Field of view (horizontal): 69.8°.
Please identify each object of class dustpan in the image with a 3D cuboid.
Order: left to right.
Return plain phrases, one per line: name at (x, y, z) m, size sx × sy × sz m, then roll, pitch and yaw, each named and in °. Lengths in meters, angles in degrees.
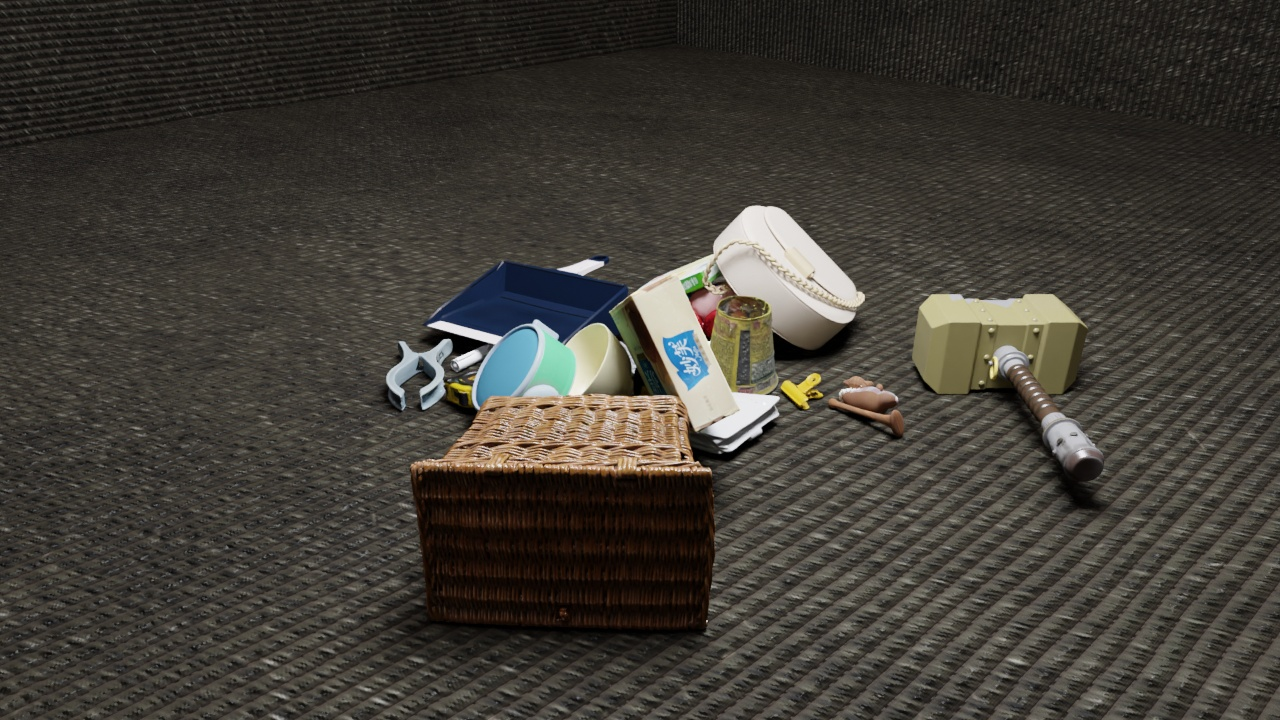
dustpan at (-0.132, -0.093, 1.320) m, size 0.237 × 0.080 × 0.272 m, roll 14°, pitch 21°, yaw 32°

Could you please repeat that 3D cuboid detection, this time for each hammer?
hammer at (0.451, 0.034, 1.061) m, size 0.190 × 0.101 × 0.324 m, roll 0°, pitch 28°, yaw 1°

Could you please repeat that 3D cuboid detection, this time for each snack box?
snack box at (0.031, -0.004, 0.999) m, size 0.055 × 0.153 × 0.207 m, roll -25°, pitch 2°, yaw -8°
snack box at (0.058, -0.116, 1.354) m, size 0.168 × 0.027 × 0.131 m, roll -19°, pitch 13°, yaw 38°

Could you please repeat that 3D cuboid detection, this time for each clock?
clock at (-0.133, 0.039, 1.060) m, size 0.122 × 0.075 × 0.161 m, roll -33°, pitch 38°, yaw 28°

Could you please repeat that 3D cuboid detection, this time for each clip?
clip at (-0.305, 0.016, 1.194) m, size 0.108 × 0.028 × 0.163 m, roll 0°, pitch 27°, yaw -2°
clip at (0.208, 0.041, 1.148) m, size 0.046 × 0.035 × 0.053 m, roll -27°, pitch 32°, yaw -9°

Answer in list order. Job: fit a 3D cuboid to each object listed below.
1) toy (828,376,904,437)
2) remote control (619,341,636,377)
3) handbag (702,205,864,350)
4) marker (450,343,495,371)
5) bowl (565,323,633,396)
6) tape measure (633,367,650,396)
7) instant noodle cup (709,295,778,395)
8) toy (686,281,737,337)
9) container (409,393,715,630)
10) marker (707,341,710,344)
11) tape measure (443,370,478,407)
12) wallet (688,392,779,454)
toy at (0.277, 0.051, 1.099) m, size 0.054 × 0.041 × 0.102 m, roll -44°, pitch 37°, yaw -23°
remote control at (-0.007, 0.007, 1.218) m, size 0.033 × 0.013 × 0.136 m, roll -16°, pitch 31°, yaw -27°
handbag at (0.198, -0.113, 1.277) m, size 0.210 × 0.104 × 0.208 m, roll 47°, pitch 31°, yaw 4°
marker at (-0.205, -0.018, 1.263) m, size 0.017 × 0.020 × 0.133 m, roll 37°, pitch 42°, yaw 22°
bowl at (-0.051, 0.024, 1.111) m, size 0.074 × 0.118 × 0.118 m, roll 34°, pitch 13°, yaw -29°
tape measure at (0.027, 0.027, 1.137) m, size 0.072 × 0.042 × 0.071 m, roll -11°, pitch 49°, yaw -12°
instant noodle cup at (0.127, -0.020, 1.164) m, size 0.102 × 0.108 × 0.102 m, roll 0°, pitch 30°, yaw 0°
toy at (0.116, -0.073, 1.323) m, size 0.124 × 0.097 × 0.131 m, roll -4°, pitch 33°, yaw 45°
container at (-0.058, 0.125, 0.847) m, size 0.250 × 0.162 × 0.183 m, roll 1°, pitch 23°, yaw 3°
marker at (0.096, -0.014, 1.244) m, size 0.126 × 0.025 × 0.025 m, roll -5°, pitch 28°, yaw -8°
tape measure at (-0.201, 0.037, 1.142) m, size 0.067 × 0.038 × 0.063 m, roll -19°, pitch 24°, yaw -36°
wallet at (0.104, 0.073, 1.077) m, size 0.116 × 0.032 × 0.086 m, roll -28°, pitch 27°, yaw -38°
